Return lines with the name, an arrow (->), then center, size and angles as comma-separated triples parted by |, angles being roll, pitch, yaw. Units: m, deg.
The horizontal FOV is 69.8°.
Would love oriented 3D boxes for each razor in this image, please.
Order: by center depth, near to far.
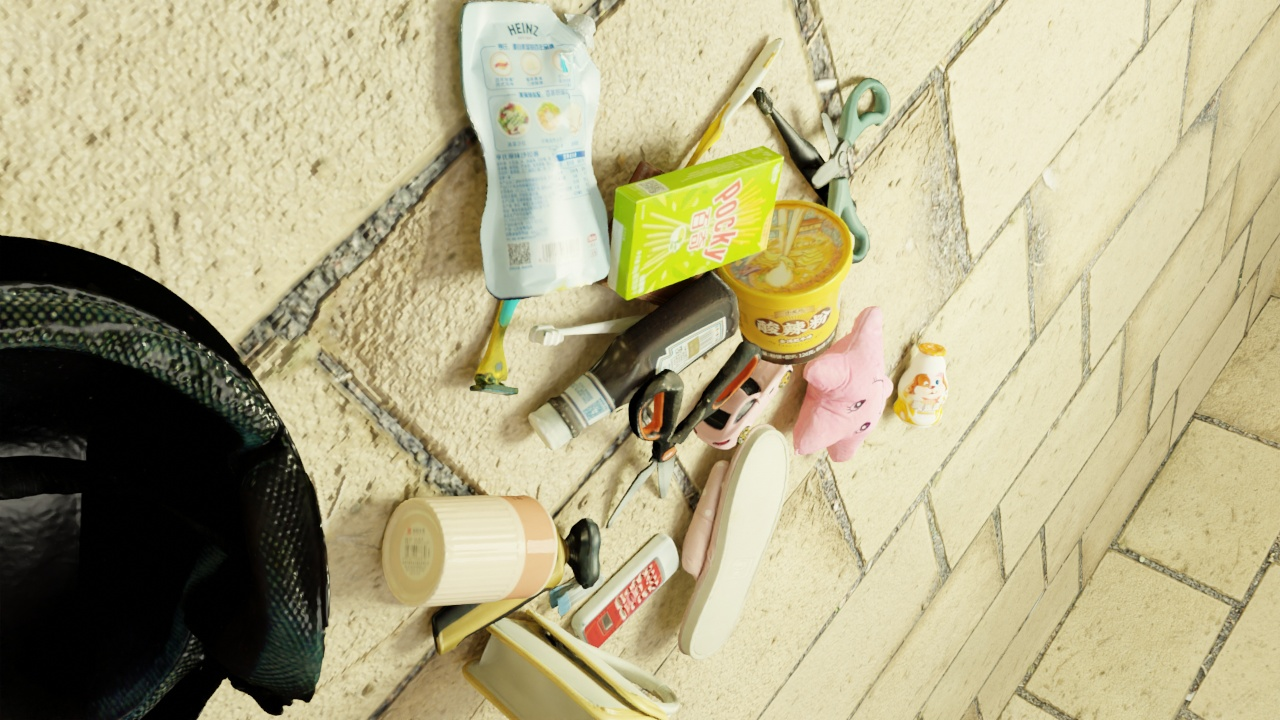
razor -> -0.090, -0.037, 0.674 | 0.043, 0.028, 0.132 | 13, 98, -57
razor -> -0.103, 0.193, 0.777 | 0.167, 0.067, 0.062 | -30, 171, -25

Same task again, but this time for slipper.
slipper -> 0.091, 0.194, 0.992 | 0.114, 0.054, 0.274 | 0, 109, -48

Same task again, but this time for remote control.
remote control -> -0.013, 0.235, 0.929 | 0.135, 0.020, 0.056 | -40, 136, -25

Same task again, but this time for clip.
clip -> -0.060, 0.216, 0.869 | 0.057, 0.036, 0.026 | -28, 129, -30

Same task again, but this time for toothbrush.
toothbrush -> -0.026, -0.026, 0.742 | 0.179, 0.016, 0.016 | -10, 119, -56
toothbrush -> 0.067, -0.192, 0.765 | 0.191, 0.016, 0.018 | -56, 137, -7
toothbrush -> 0.154, -0.189, 0.855 | 0.212, 0.026, 0.027 | 33, 47, -51

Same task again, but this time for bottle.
bottle -> -0.005, 0.004, 0.760 | 0.194, 0.044, 0.080 | -36, 154, -13
bottle -> 0.369, 0.032, 1.194 | 0.063, 0.063, 0.108 | -20, 125, -40

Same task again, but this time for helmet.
helmet -> -0.273, 0.076, 0.385 | 0.233, 0.230, 0.275 | 9, 115, -40

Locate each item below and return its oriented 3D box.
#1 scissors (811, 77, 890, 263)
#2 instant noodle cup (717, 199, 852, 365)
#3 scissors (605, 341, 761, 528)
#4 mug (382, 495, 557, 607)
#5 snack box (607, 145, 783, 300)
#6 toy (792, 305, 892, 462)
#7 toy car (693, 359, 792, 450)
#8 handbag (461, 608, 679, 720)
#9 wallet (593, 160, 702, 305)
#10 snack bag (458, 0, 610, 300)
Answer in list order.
scissors -> 0.211, -0.183, 0.894 | 0.170, 0.019, 0.170 | -49, 134, -36
instant noodle cup -> 0.133, -0.066, 0.841 | 0.118, 0.118, 0.114 | -44, 146, -21
scissors -> 0.035, 0.066, 0.828 | 0.228, 0.021, 0.221 | -42, 153, -5
mug -> -0.139, 0.153, 0.704 | 0.105, 0.081, 0.115 | 10, 134, -48
snack box -> 0.044, -0.109, 0.713 | 0.156, 0.026, 0.086 | -23, 136, -34
toy -> 0.227, 0.050, 1.038 | 0.178, 0.075, 0.195 | -44, 139, -21
toy car -> 0.099, 0.033, 0.905 | 0.122, 0.056, 0.037 | -51, 147, -13
handbag -> -0.044, 0.280, 0.808 | 0.178, 0.163, 0.063 | 17, 98, -52
wallet -> 0.017, -0.098, 0.741 | 0.124, 0.032, 0.101 | 13, 113, -52
snack bag -> -0.067, -0.141, 0.620 | 0.110, 0.039, 0.191 | -15, 110, -31
